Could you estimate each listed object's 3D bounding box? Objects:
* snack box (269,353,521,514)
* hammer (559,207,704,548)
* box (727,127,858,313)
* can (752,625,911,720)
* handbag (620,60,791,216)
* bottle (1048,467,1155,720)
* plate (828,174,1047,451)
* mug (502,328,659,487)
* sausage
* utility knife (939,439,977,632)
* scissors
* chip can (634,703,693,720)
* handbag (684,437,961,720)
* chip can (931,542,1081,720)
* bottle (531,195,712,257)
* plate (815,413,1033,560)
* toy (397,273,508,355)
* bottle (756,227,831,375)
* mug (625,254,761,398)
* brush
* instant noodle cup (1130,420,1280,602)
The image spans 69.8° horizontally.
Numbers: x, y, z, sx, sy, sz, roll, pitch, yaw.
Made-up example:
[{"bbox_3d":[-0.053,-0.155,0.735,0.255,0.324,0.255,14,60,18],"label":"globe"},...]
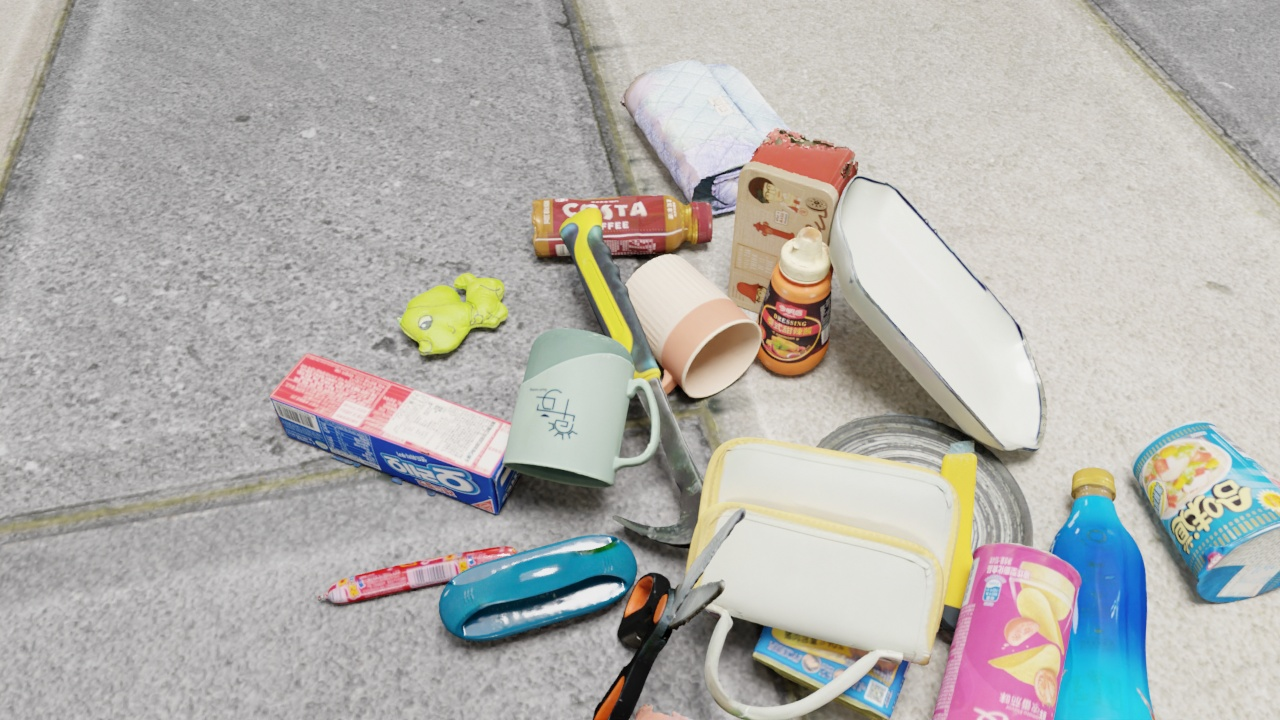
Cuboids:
[{"bbox_3d":[-0.195,0.059,0.745,0.207,0.057,0.058,17,50,15],"label":"snack box"},{"bbox_3d":[-0.004,0.004,0.749,0.126,0.032,0.323,-33,59,15],"label":"hammer"},{"bbox_3d":[0.134,-0.120,0.818,0.091,0.169,0.076,22,54,17],"label":"box"},{"bbox_3d":[0.136,0.186,0.626,0.102,0.057,0.083,22,72,18],"label":"can"},{"bbox_3d":[0.076,-0.246,0.985,0.134,0.076,0.193,-19,52,-14],"label":"handbag"},{"bbox_3d":[0.320,0.170,0.643,0.065,0.065,0.218,13,52,11],"label":"bottle"},{"bbox_3d":[0.240,-0.033,0.750,0.265,0.034,0.161,44,44,-14],"label":"plate"},{"bbox_3d":[-0.038,0.038,0.690,0.112,0.082,0.106,8,74,13],"label":"mug"},{"bbox_3d":[-0.162,0.159,0.685,0.155,0.020,0.020,-10,51,-8],"label":"sausage"},{"bbox_3d":[0.235,0.125,0.684,0.033,0.015,0.167,18,53,5],"label":"utility knife"},{"bbox_3d":[0.012,0.172,0.560,0.021,0.227,0.197,23,82,-4],"label":"scissors"},{"bbox_3d":[-0.016,0.312,0.524,0.071,0.071,0.214,20,52,16],"label":"chip can"},{"bbox_3d":[0.109,0.145,0.587,0.163,0.063,0.178,10,74,17],"label":"handbag"},{"bbox_3d":[0.221,0.223,0.575,0.071,0.071,0.210,19,62,15],"label":"chip can"},{"bbox_3d":[-0.018,-0.132,0.902,0.175,0.058,0.057,-2,50,-2],"label":"bottle"},{"bbox_3d":[0.211,0.119,0.715,0.179,0.024,0.179,-1,52,1],"label":"plate"},{"bbox_3d":[-0.173,-0.045,0.848,0.100,0.031,0.096,-5,51,-10],"label":"toy"},{"bbox_3d":[0.133,-0.052,0.774,0.067,0.150,0.066,0,51,0],"label":"bottle"},{"bbox_3d":[0.030,-0.021,0.804,0.114,0.081,0.106,-44,56,4],"label":"mug"},{"bbox_3d":[-0.071,0.159,0.650,0.143,0.074,0.055,-13,68,-11],"label":"brush"},{"bbox_3d":[0.430,0.106,0.684,0.099,0.099,0.109,-8,44,-6],"label":"instant noodle cup"}]
